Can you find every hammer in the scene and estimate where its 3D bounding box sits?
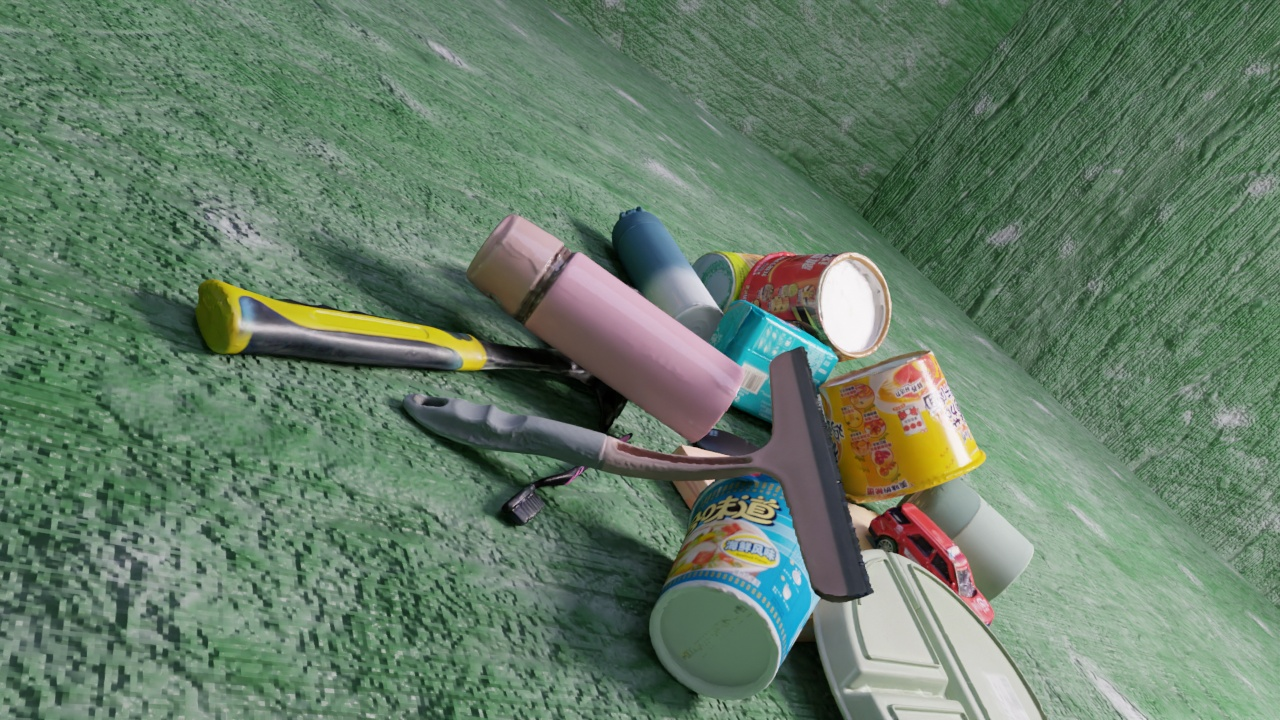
[{"bbox_3d":[-0.119,-0.006,0.585,0.126,0.032,0.322,49,22,28],"label":"hammer"}]

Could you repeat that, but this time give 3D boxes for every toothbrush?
[{"bbox_3d":[-0.038,0.071,0.585,0.018,0.014,0.188,52,21,7],"label":"toothbrush"}]

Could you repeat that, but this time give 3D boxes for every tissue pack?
[{"bbox_3d":[0.123,0.007,0.880,0.133,0.093,0.050,25,9,-34],"label":"tissue pack"}]

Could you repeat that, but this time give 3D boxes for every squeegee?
[{"bbox_3d":[-0.014,0.049,0.535,0.249,0.040,0.247,7,29,-1],"label":"squeegee"}]

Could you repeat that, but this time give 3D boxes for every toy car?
[{"bbox_3d":[0.238,0.168,0.743,0.052,0.045,0.120,0,46,-55],"label":"toy car"}]

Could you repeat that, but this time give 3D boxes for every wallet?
[{"bbox_3d":[0.215,0.173,0.785,0.087,0.024,0.115,17,28,-36],"label":"wallet"}]

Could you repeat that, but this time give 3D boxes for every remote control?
[{"bbox_3d":[0.104,0.095,0.760,0.136,0.024,0.053,35,19,-9],"label":"remote control"}]

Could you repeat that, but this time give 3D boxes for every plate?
[{"bbox_3d":[0.202,0.220,0.600,0.230,0.028,0.229,32,31,-23],"label":"plate"}]

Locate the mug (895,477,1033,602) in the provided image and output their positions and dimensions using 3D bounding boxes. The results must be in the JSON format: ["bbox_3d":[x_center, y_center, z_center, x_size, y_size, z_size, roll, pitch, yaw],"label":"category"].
[{"bbox_3d":[0.291,0.165,0.860,0.106,0.082,0.112,43,-11,9],"label":"mug"}]

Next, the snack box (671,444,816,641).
[{"bbox_3d":[0.084,0.128,0.651,0.084,0.026,0.157,17,28,-45],"label":"snack box"}]

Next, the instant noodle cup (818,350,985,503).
[{"bbox_3d":[0.233,0.058,0.849,0.137,0.138,0.110,-20,91,-67],"label":"instant noodle cup"}]

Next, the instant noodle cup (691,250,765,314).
[{"bbox_3d":[0.119,-0.076,1.053,0.123,0.112,0.111,7,36,-42],"label":"instant noodle cup"}]

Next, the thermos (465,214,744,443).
[{"bbox_3d":[-0.027,-0.022,0.648,0.198,0.067,0.087,34,-12,-6],"label":"thermos"}]

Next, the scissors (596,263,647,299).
[{"bbox_3d":[-0.024,-0.045,0.777,0.190,0.021,0.229,20,-7,3],"label":"scissors"}]

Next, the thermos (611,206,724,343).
[{"bbox_3d":[0.024,-0.087,0.961,0.070,0.070,0.220,25,23,-33],"label":"thermos"}]

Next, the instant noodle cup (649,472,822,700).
[{"bbox_3d":[0.055,0.128,0.516,0.099,0.099,0.109,40,29,5],"label":"instant noodle cup"}]

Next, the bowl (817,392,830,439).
[{"bbox_3d":[0.221,0.069,0.966,0.113,0.062,0.113,34,19,-13],"label":"bowl"}]

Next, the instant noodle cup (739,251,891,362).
[{"bbox_3d":[0.190,-0.056,0.976,0.138,0.137,0.109,26,-17,-30],"label":"instant noodle cup"}]
